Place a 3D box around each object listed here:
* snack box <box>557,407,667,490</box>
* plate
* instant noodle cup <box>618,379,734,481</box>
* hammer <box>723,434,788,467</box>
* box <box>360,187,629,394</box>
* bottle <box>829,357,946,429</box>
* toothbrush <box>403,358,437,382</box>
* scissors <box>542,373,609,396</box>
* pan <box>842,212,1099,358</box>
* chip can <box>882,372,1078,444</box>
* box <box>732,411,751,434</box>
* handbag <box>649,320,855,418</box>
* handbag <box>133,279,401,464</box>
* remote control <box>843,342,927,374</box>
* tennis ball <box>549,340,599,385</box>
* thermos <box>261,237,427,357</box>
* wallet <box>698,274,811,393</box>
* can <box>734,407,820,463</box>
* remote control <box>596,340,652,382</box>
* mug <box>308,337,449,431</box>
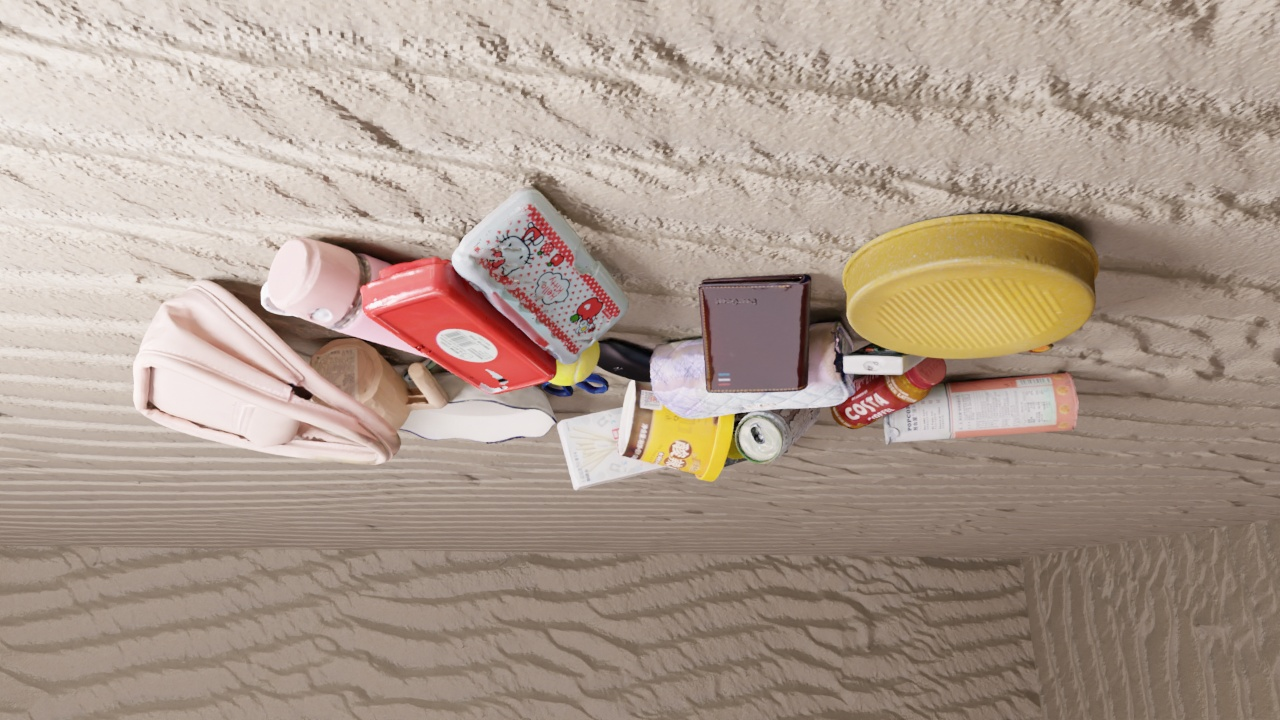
[{"bbox_3d":[-0.017,0.100,1.123,0.156,0.084,0.027,-12,165,-18],"label":"snack box"},{"bbox_3d":[-0.205,0.058,1.110,0.205,0.045,0.205,-1,163,0],"label":"plate"},{"bbox_3d":[0.039,0.074,1.068,0.114,0.118,0.119,10,161,-9],"label":"instant noodle cup"},{"bbox_3d":[0.133,0.120,1.217,0.126,0.032,0.323,-16,171,6],"label":"hammer"},{"bbox_3d":[-0.102,-0.040,0.712,0.161,0.058,0.201,-28,152,9],"label":"box"},{"bbox_3d":[0.275,0.031,1.025,0.057,0.057,0.175,4,162,-15],"label":"bottle"},{"bbox_3d":[-0.212,0.000,0.968,0.016,0.018,0.192,12,157,-33],"label":"toothbrush"},{"bbox_3d":[-0.083,0.011,1.024,0.132,0.012,0.173,4,161,-10],"label":"scissors"},{"bbox_3d":[0.314,-0.044,0.817,0.198,0.078,0.357,-9,155,35],"label":"pan"},{"bbox_3d":[0.399,0.057,1.092,0.215,0.071,0.071,-6,162,13],"label":"chip can"},{"bbox_3d":[0.102,0.094,1.233,0.068,0.052,0.165,-17,168,-23],"label":"box"},{"bbox_3d":[0.120,0.014,0.935,0.194,0.075,0.134,-9,161,21],"label":"handbag"},{"bbox_3d":[-0.332,0.038,0.839,0.234,0.093,0.194,29,152,-14],"label":"handbag"},{"bbox_3d":[0.240,-0.005,0.889,0.056,0.019,0.134,1,-172,28],"label":"remote control"},{"bbox_3d":[-0.072,-0.009,0.871,0.065,0.065,0.065,-1,162,0],"label":"tennis ball"},{"bbox_3d":[-0.210,-0.040,0.759,0.087,0.067,0.198,-26,153,33],"label":"thermos"},{"bbox_3d":[0.103,-0.022,0.821,0.096,0.020,0.122,-3,128,6],"label":"wallet"},{"bbox_3d":[0.159,0.071,1.051,0.058,0.058,0.146,-11,-173,29],"label":"can"},{"bbox_3d":[-0.006,0.006,0.987,0.053,0.024,0.136,-15,158,39],"label":"remote control"},{"bbox_3d":[-0.273,0.030,0.957,0.124,0.084,0.104,-3,161,1],"label":"mug"}]
